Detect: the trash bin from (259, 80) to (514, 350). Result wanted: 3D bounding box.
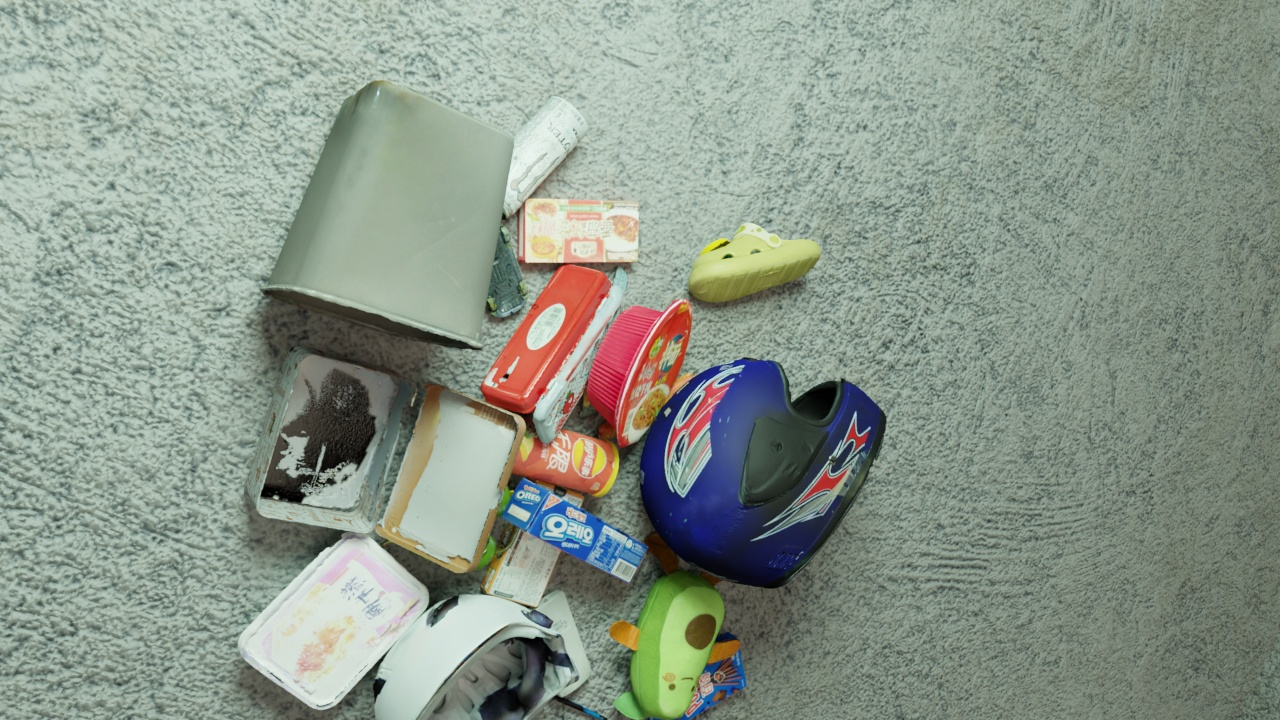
[{"bbox_3d":[-0.245,-0.139,0.925,0.198,0.199,0.219,18,82,-33],"label":"trash bin"}]

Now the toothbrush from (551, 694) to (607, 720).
[{"bbox_3d":[-0.112,0.443,1.204,0.189,0.014,0.016,38,81,-30],"label":"toothbrush"}]

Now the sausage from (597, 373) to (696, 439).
[{"bbox_3d":[0.011,0.059,1.196,0.164,0.021,0.021,-30,113,-21],"label":"sausage"}]

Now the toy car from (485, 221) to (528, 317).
[{"bbox_3d":[-0.169,-0.108,1.055,0.054,0.037,0.121,-31,123,-22],"label":"toy car"}]

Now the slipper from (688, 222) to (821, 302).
[{"bbox_3d":[0.144,-0.135,1.212,0.190,0.092,0.081,-14,66,-18],"label":"slipper"}]

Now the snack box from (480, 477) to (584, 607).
[{"bbox_3d":[-0.134,0.226,1.143,0.075,0.026,0.153,25,87,-31],"label":"snack box"}]

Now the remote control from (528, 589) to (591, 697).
[{"bbox_3d":[-0.105,0.366,1.185,0.056,0.019,0.135,-30,113,-36],"label":"remote control"}]

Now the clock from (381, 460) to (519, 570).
[{"bbox_3d":[-0.214,0.183,1.071,0.161,0.056,0.116,19,91,-31],"label":"clock"}]

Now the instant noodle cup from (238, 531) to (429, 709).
[{"bbox_3d":[-0.340,0.279,1.016,0.173,0.060,0.138,-47,118,-15],"label":"instant noodle cup"}]

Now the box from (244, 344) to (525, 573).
[{"bbox_3d":[-0.272,0.102,0.978,0.272,0.130,0.179,18,90,-5],"label":"box"}]

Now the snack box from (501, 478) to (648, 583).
[{"bbox_3d":[-0.076,0.211,1.119,0.207,0.058,0.057,38,76,-44],"label":"snack box"}]

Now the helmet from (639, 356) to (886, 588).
[{"bbox_3d":[0.137,0.115,1.157,0.240,0.248,0.314,40,71,-7],"label":"helmet"}]

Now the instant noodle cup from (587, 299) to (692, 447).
[{"bbox_3d":[-0.007,0.006,1.110,0.193,0.066,0.194,-57,161,-32],"label":"instant noodle cup"}]

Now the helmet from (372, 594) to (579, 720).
[{"bbox_3d":[-0.205,0.357,1.040,0.228,0.146,0.259,-51,145,-11],"label":"helmet"}]

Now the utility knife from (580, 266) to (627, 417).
[{"bbox_3d":[-0.044,-0.022,1.157,0.031,0.020,0.195,11,89,-37],"label":"utility knife"}]

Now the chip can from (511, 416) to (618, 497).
[{"bbox_3d":[-0.131,0.105,1.095,0.216,0.073,0.073,21,88,-31],"label":"chip can"}]

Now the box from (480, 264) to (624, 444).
[{"bbox_3d":[-0.090,-0.005,1.080,0.201,0.095,0.101,-59,146,-25],"label":"box"}]

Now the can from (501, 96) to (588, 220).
[{"bbox_3d":[-0.126,-0.230,1.043,0.146,0.058,0.058,-50,119,-13],"label":"can"}]

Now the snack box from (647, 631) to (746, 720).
[{"bbox_3d":[0.077,0.459,1.307,0.156,0.026,0.084,-20,109,-25],"label":"snack box"}]

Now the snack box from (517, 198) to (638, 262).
[{"bbox_3d":[-0.073,-0.155,1.106,0.152,0.025,0.075,-4,101,-29],"label":"snack box"}]

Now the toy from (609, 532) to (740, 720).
[{"bbox_3d":[0.050,0.365,1.233,0.226,0.090,0.246,20,78,-29],"label":"toy"}]
